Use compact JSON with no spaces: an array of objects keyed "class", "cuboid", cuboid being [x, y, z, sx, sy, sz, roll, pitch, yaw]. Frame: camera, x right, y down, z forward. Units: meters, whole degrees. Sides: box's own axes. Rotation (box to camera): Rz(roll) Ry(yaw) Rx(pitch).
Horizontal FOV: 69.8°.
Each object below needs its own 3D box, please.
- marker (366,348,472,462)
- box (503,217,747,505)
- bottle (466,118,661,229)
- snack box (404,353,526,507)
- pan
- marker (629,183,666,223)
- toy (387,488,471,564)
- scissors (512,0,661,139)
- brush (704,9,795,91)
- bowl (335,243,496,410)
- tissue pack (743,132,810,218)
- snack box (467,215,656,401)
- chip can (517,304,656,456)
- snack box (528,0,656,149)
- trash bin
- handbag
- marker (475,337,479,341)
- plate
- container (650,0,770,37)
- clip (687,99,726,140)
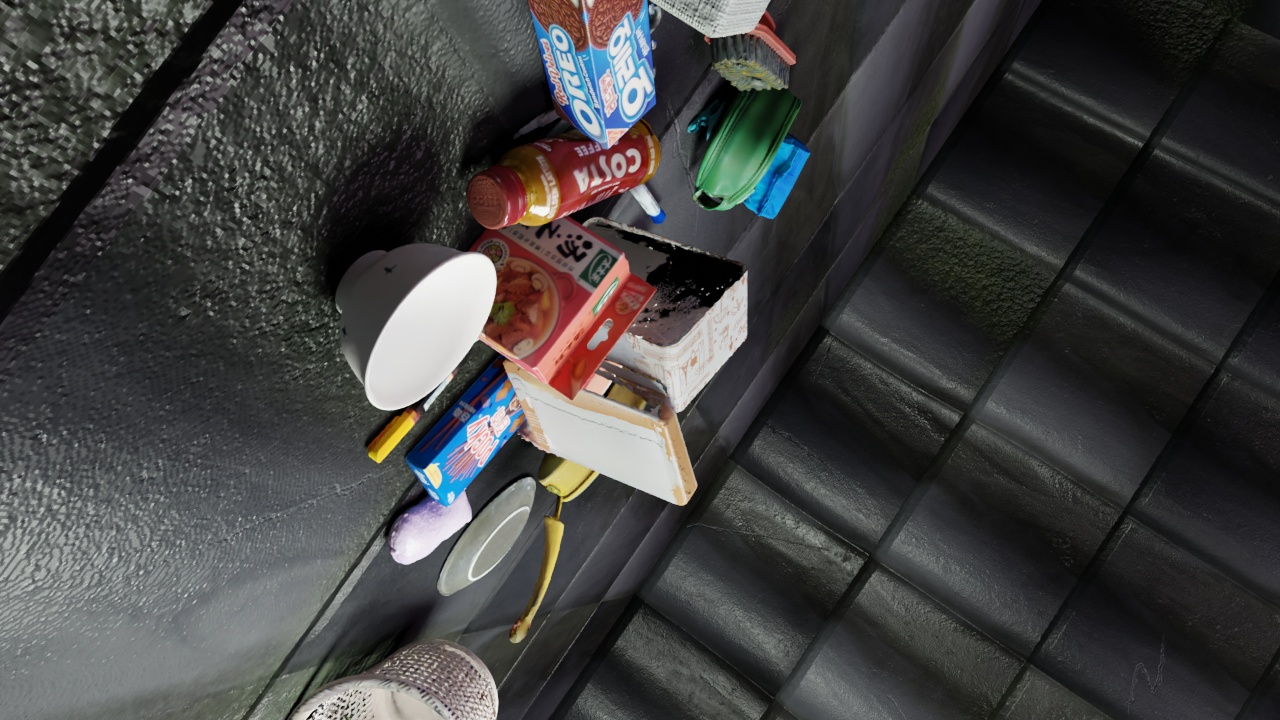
[{"class":"marker","cuboid":[-0.181,0.034,0.760,0.123,0.015,0.018,-52,167,-24]},{"class":"box","cuboid":[-0.005,0.006,0.837,0.156,0.183,0.193,-46,145,-33]},{"class":"bottle","cuboid":[-0.054,-0.139,0.679,0.174,0.057,0.058,-34,154,-47]},{"class":"snack box","cuboid":[-0.150,0.059,0.869,0.156,0.026,0.085,-50,156,-22]},{"class":"pan","cuboid":[-0.076,0.144,1.044,0.356,0.078,0.198,-58,-170,-13]},{"class":"marker","cuboid":[0.004,-0.164,0.920,0.017,0.017,0.145,-56,166,1]},{"class":"toy","cuboid":[-0.204,0.155,0.901,0.107,0.039,0.084,-37,139,-44]},{"class":"scissors","cuboid":[-0.036,-0.210,0.708,0.171,0.014,0.159,-59,163,19]},{"class":"brush","cuboid":[0.100,-0.300,0.862,0.145,0.063,0.069,-12,103,-68]},{"class":"bowl","cuboid":[-0.155,-0.034,0.591,0.118,0.065,0.118,-50,165,-19]},{"class":"tissue pack","cuboid":[0.152,-0.234,1.111,0.157,0.052,0.095,-96,-150,-66]},{"class":"snack box","cuboid":[-0.072,-0.051,0.698,0.113,0.127,0.044,-54,165,-11]},{"class":"chip can","cuboid":[-0.053,-0.003,0.977,0.215,0.071,0.071,-56,166,1]},{"class":"snack box","cuboid":[-0.032,-0.223,0.578,0.058,0.057,0.208,-48,162,-15]},{"class":"trash bin","cuboid":[-0.253,0.415,1.014,0.228,0.227,0.192,-59,178,10]},{"class":"handbag","cuboid":[0.109,-0.233,0.987,0.131,0.068,0.120,-64,-174,-30]},{"class":"marker","cuboid":[-0.155,-0.011,0.740,0.144,0.017,0.017,-38,157,-49]},{"class":"plate","cuboid":[-0.183,0.223,1.145,0.179,0.024,0.180,-51,164,-20]},{"class":"container","cuboid":[0.062,-0.304,0.663,0.090,0.090,0.115,-35,158,-53]},{"class":"clip","cuboid":[0.071,-0.250,0.946,0.056,0.049,0.015,-55,166,-28]}]
